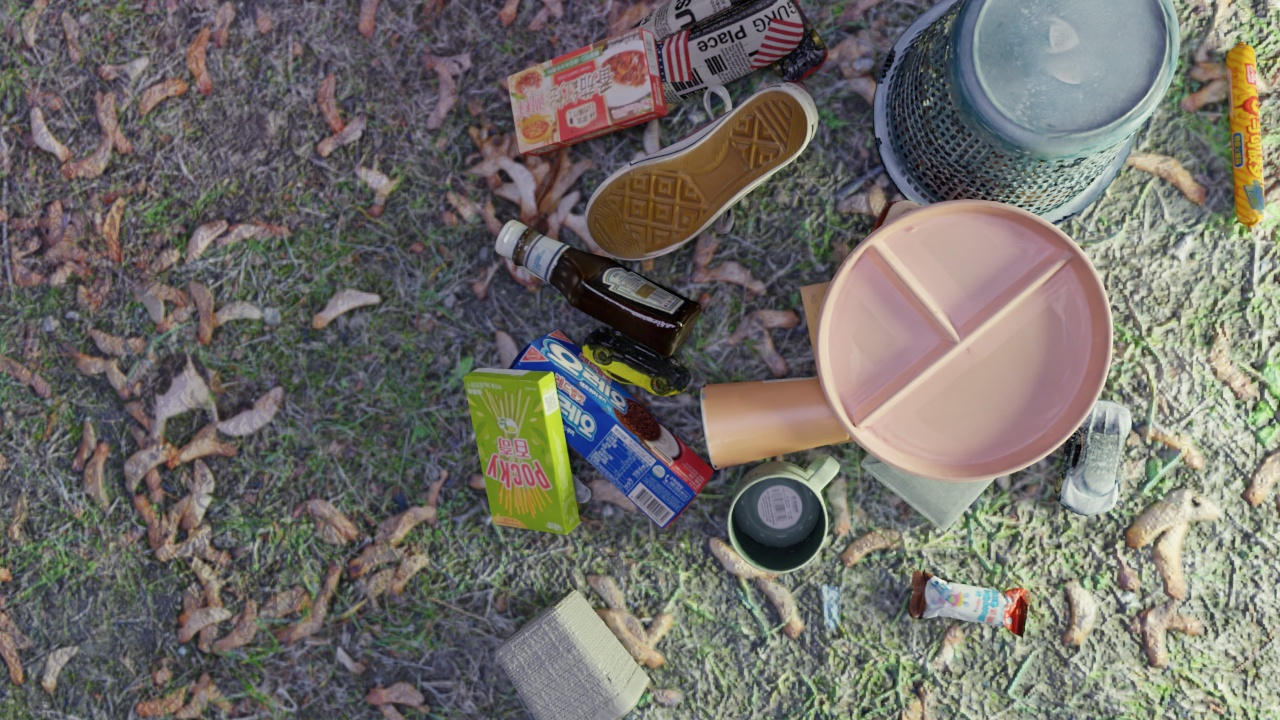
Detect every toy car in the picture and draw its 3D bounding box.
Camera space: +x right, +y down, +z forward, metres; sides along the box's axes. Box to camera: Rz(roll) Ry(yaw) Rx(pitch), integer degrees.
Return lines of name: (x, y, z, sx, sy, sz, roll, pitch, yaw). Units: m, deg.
toy car: (0.397, 0.086, 0.803, 0.049, 0.031, 0.105, 9, 94, 9)
toy car: (-0.005, 0.005, 0.856, 0.105, 0.048, 0.032, 25, 123, 7)
toy car: (0.127, -0.304, 0.831, 0.049, 0.031, 0.106, -34, 83, 21)

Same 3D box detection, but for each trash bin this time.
trash bin: (0.309, -0.220, 0.725, 0.227, 0.195, 0.226, 0, 92, 8)

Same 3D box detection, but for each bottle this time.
bottle: (-0.042, -0.071, 0.842, 0.195, 0.079, 0.044, 28, 118, 9)

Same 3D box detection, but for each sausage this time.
sausage: (0.515, -0.191, 0.781, 0.021, 0.021, 0.165, -5, 91, 9)

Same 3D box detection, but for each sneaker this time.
sneaker: (0.057, -0.169, 0.821, 0.242, 0.087, 0.118, -29, 99, 32)

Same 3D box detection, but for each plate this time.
plate: (0.258, -0.015, 0.746, 0.229, 0.028, 0.229, 1, 99, 8)

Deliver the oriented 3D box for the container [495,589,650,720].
container: (-0.065, 0.285, 0.852, 0.090, 0.090, 0.114, -38, 83, 7)

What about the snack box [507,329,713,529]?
snack box: (-0.031, 0.061, 0.848, 0.207, 0.058, 0.057, 42, 117, 5)

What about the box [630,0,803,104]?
box: (0.064, -0.290, 0.824, 0.163, 0.075, 0.087, -15, 118, 23)

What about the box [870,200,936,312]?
box: (0.274, -0.069, 0.790, 0.168, 0.078, 0.091, 24, 101, 5)

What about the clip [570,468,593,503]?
clip: (-0.069, 0.115, 0.883, 0.058, 0.035, 0.025, 41, 95, 10)

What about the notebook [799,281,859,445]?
notebook: (0.262, -0.015, 0.832, 0.212, 0.012, 0.149, -11, 89, 9)

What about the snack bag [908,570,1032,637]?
snack bag: (0.295, 0.218, 0.825, 0.105, 0.026, 0.045, 7, 96, 11)

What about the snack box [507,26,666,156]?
snack box: (-0.051, -0.242, 0.836, 0.153, 0.025, 0.075, -8, 92, 32)

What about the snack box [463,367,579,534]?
snack box: (-0.109, 0.084, 0.847, 0.086, 0.026, 0.156, 4, 113, 27)

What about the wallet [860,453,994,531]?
wallet: (0.272, 0.073, 0.808, 0.106, 0.037, 0.130, 38, 104, -4)

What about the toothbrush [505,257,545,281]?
toothbrush: (-0.053, -0.061, 0.874, 0.191, 0.018, 0.016, 30, 101, 7)

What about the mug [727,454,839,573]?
mug: (0.130, 0.124, 0.807, 0.082, 0.106, 0.112, 44, 97, 6)

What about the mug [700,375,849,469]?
mug: (0.120, 0.050, 0.819, 0.123, 0.078, 0.078, -10, 90, 11)
